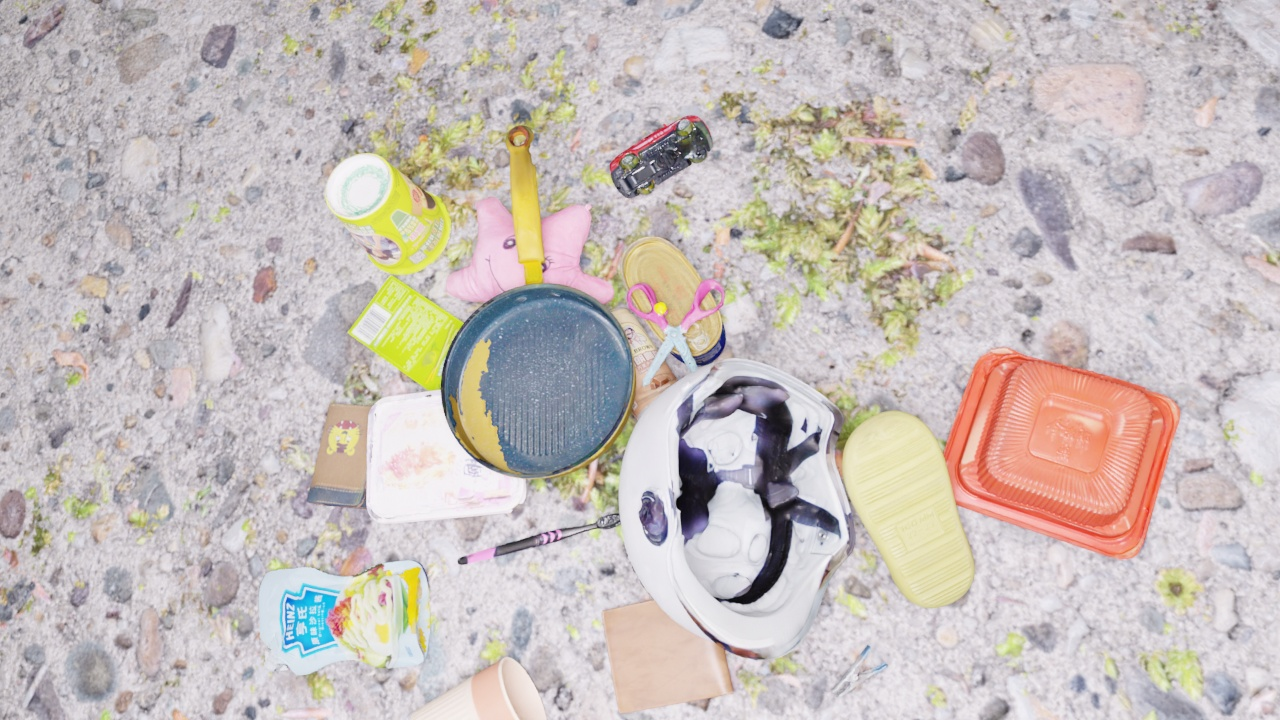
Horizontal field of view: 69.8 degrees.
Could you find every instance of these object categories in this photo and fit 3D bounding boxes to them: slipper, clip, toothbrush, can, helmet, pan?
[{"bbox_3d":[0.242,0.136,0.852,0.091,0.081,0.190,-24,97,-3],"label":"slipper"},{"bbox_3d":[0.198,0.289,0.844,0.058,0.027,0.045,-44,77,1],"label":"clip"},{"bbox_3d":[-0.104,0.185,0.947,0.189,0.018,0.014,-17,73,9],"label":"toothbrush"},{"bbox_3d":[-0.006,0.006,0.955,0.058,0.058,0.116,-34,70,1],"label":"can"},{"bbox_3d":[0.068,0.131,0.837,0.146,0.228,0.258,-12,74,52],"label":"helmet"},{"bbox_3d":[0.035,-0.062,0.971,0.074,0.049,0.148,-34,69,2],"label":"can"},{"bbox_3d":[-0.108,-0.059,0.920,0.198,0.078,0.357,-6,75,9],"label":"pan"}]

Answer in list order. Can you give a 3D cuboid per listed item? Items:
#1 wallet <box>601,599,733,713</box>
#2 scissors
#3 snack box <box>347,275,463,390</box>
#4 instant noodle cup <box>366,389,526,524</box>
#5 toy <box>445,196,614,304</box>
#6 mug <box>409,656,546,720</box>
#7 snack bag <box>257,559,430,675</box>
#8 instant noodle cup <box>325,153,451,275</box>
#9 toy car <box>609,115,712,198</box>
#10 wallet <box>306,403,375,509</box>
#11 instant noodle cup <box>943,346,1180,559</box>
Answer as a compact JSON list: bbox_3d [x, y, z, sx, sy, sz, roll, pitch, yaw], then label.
[{"bbox_3d":[0.025,0.281,0.889,0.115,0.020,0.101,-14,72,11],"label":"wallet"},{"bbox_3d":[0.040,-0.033,0.925,0.131,0.017,0.133,-29,69,-1],"label":"scissors"},{"bbox_3d":[-0.247,-0.024,1.037,0.156,0.026,0.085,31,83,20],"label":"snack box"},{"bbox_3d":[-0.198,0.101,0.971,0.173,0.060,0.138,-7,72,9],"label":"instant noodle cup"},{"bbox_3d":[-0.120,-0.108,1.004,0.194,0.074,0.178,44,96,15],"label":"toy"},{"bbox_3d":[-0.147,0.359,0.879,0.106,0.081,0.114,-30,99,4],"label":"mug"},{"bbox_3d":[-0.314,0.269,0.961,0.191,0.039,0.110,-7,83,11],"label":"snack bag"},{"bbox_3d":[-0.290,-0.171,1.038,0.112,0.123,0.111,-4,73,11],"label":"instant noodle cup"},{"bbox_3d":[0.021,-0.230,1.023,0.120,0.053,0.045,-27,45,8],"label":"toy car"},{"bbox_3d":[-0.315,0.105,1.013,0.090,0.033,0.115,2,71,14],"label":"wallet"},{"bbox_3d":[0.382,0.075,0.837,0.189,0.079,0.164,17,77,19],"label":"instant noodle cup"}]
